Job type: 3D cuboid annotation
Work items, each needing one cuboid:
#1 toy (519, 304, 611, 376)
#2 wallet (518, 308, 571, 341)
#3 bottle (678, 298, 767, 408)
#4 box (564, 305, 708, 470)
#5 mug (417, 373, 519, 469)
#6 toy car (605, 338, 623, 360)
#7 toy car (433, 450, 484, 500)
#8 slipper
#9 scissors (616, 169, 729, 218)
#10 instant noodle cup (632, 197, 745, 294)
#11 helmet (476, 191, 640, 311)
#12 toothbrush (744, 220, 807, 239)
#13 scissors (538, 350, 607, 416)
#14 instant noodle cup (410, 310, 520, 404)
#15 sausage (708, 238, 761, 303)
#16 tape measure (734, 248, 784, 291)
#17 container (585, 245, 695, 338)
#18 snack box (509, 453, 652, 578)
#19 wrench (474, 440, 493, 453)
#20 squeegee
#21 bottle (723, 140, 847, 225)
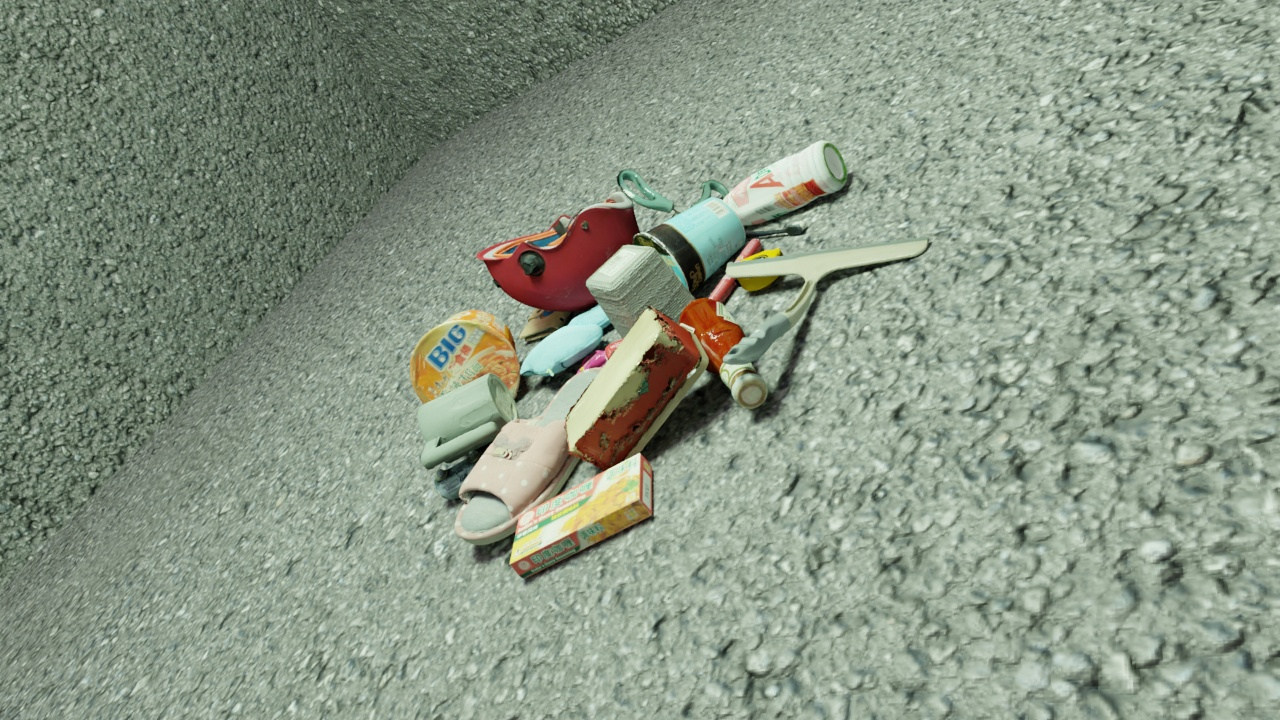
[{"bbox_3d":[-0.091,-0.026,1.254,0.162,0.050,0.156,-26,17,19],"label":"toy"},{"bbox_3d":[-0.138,-0.075,1.431,0.087,0.024,0.114,-12,36,35],"label":"wallet"},{"bbox_3d":[0.089,-0.008,0.977,0.060,0.060,0.206,-35,26,5],"label":"bottle"},{"bbox_3d":[-0.014,0.030,0.962,0.168,0.079,0.091,-53,21,15],"label":"box"},{"bbox_3d":[-0.217,0.081,1.154,0.103,0.084,0.123,-26,22,9],"label":"mug"},{"bbox_3d":[-0.006,0.006,1.070,0.053,0.045,0.120,-20,31,-10],"label":"toy car"},{"bbox_3d":[-0.216,0.143,1.140,0.091,0.043,0.034,-31,53,21],"label":"toy car"},{"bbox_3d":[-0.119,0.096,1.056,0.114,0.054,0.273,6,46,42],"label":"slipper"},{"bbox_3d":[0.055,-0.243,1.345,0.169,0.174,0.019,-37,-26,-46],"label":"scissors"},{"bbox_3d":[0.070,-0.150,1.204,0.120,0.111,0.111,-37,24,-18],"label":"instant noodle cup"},{"bbox_3d":[-0.105,-0.140,1.338,0.240,0.144,0.206,-20,14,15],"label":"helmet"},{"bbox_3d":[0.151,-0.169,1.220,0.018,0.015,0.181,-44,26,-28],"label":"toothbrush"},{"bbox_3d":[-0.093,0.034,1.197,0.135,0.017,0.063,-44,25,-5],"label":"scissors"},{"bbox_3d":[-0.242,0.000,1.305,0.151,0.151,0.111,-34,17,8],"label":"instant noodle cup"},{"bbox_3d":[0.114,-0.103,1.151,0.020,0.020,0.155,-5,40,49],"label":"sausage"},{"bbox_3d":[0.144,-0.106,1.105,0.060,0.029,0.057,-20,29,33],"label":"tape measure"},{"bbox_3d":[0.003,-0.076,1.138,0.090,0.114,0.090,-45,27,-15],"label":"container"},{"bbox_3d":[-0.059,0.157,0.925,0.156,0.027,0.076,-29,25,17],"label":"snack box"},{"bbox_3d":[-0.204,0.113,1.202,0.274,0.016,0.056,-9,37,46],"label":"wrench"},{"bbox_3d":[0.148,-0.048,0.953,0.247,0.039,0.245,-4,28,37],"label":"squeegee"},{"bbox_3d":[0.176,-0.225,1.226,0.197,0.068,0.068,-20,30,40],"label":"bottle"}]
